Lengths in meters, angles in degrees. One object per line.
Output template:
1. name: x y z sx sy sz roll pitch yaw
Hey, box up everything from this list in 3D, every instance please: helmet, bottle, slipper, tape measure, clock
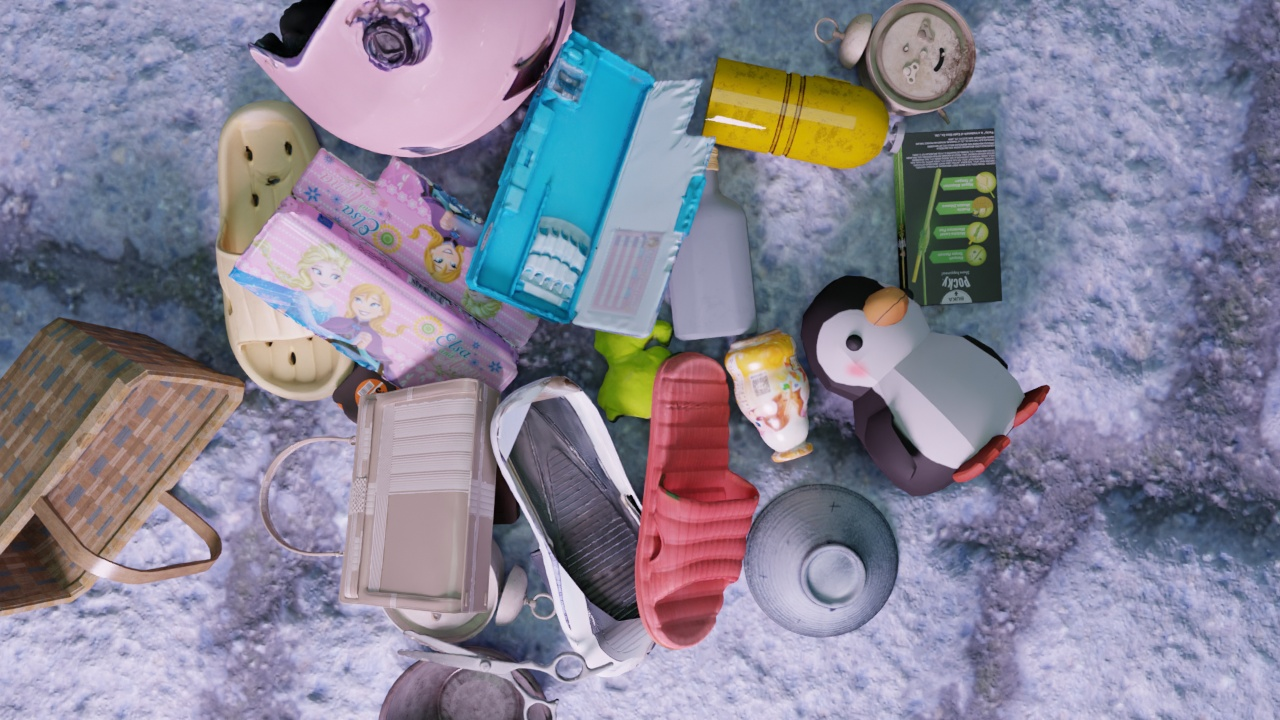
1. helmet: -0.150 -0.250 0.698 0.256 0.229 0.152 -25 118 20
2. bottle: 0.057 -0.100 0.785 0.072 0.046 0.161 -6 91 0
3. bottle: 0.113 0.030 0.780 0.063 0.063 0.109 -17 92 0
4. slipper: -0.050 0.137 0.770 0.111 0.063 0.264 -29 108 -22
5. tape measure: -0.226 0.031 0.793 0.059 0.038 0.058 41 83 11
6. slipper: 0.052 0.116 0.763 0.103 0.059 0.248 7 84 -38
7. slipper: -0.312 -0.093 0.771 0.111 0.079 0.261 -7 91 3
8. bottle: 0.138 -0.205 0.771 0.164 0.071 0.071 12 91 0
9. clock: -0.146 0.188 0.783 0.157 0.061 0.103 16 103 3
10. clock: 0.212 -0.259 0.779 0.141 0.054 0.093 17 90 -8

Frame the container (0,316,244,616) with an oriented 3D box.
1. container: -0.433 0.108 0.738 0.186 0.157 0.250 39 91 10

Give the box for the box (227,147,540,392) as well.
1. box: -0.186 -0.062 0.740 0.230 0.063 0.160 36 91 -25

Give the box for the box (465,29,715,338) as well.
1. box: -0.031 -0.139 0.757 0.170 0.085 0.227 18 84 7

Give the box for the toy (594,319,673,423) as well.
1. toy: -0.005 0.005 0.793 0.094 0.036 0.093 -37 86 -6

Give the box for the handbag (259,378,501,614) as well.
1. handbag: -0.217 0.109 0.735 0.198 0.062 0.175 -2 76 14

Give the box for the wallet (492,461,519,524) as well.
1. wallet: -0.166 0.100 0.805 0.115 0.018 0.091 -2 92 2

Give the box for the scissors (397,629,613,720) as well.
1. scissors: -0.108 0.240 0.740 0.161 0.014 0.118 43 92 -4

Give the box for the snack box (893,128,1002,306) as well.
1. snack box: 0.265 -0.122 0.795 0.080 0.025 0.147 -3 91 0

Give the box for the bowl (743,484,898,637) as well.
1. bowl: 0.160 0.178 0.785 0.137 0.057 0.137 0 91 0

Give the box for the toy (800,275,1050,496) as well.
1. toy: 0.209 0.015 0.763 0.158 0.140 0.184 -37 80 -32

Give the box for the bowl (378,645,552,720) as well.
1. bowl: -0.143 0.307 0.783 0.145 0.067 0.145 0 91 0
